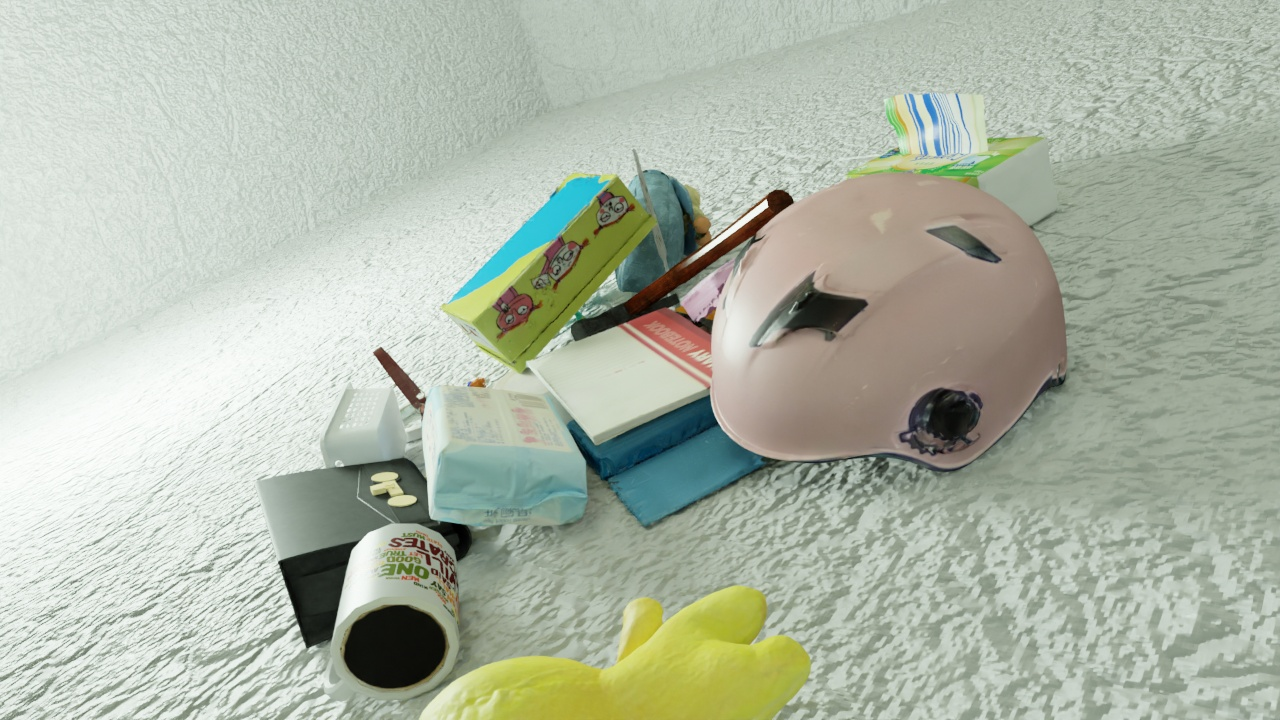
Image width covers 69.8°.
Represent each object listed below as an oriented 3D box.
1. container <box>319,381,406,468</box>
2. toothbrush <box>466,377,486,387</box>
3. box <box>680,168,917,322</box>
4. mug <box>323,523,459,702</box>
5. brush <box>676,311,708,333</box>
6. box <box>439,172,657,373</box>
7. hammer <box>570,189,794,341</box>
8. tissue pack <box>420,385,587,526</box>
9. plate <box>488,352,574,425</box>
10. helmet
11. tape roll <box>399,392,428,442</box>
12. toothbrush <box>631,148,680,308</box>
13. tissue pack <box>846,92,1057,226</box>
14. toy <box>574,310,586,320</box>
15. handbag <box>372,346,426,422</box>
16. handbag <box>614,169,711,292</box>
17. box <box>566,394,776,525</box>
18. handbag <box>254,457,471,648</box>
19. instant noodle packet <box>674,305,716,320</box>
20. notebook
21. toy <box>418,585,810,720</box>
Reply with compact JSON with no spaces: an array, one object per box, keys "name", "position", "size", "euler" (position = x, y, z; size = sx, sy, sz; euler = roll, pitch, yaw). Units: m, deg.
[{"name":"container","position":[-0.262,0.077,0.881],"size":[0.049,0.081,0.129],"euler":[-9,24,-2]},{"name":"toothbrush","position":[-0.173,0.055,0.873],"size":[0.018,0.016,0.182],"euler":[-35,15,14]},{"name":"box","position":[0.155,-0.120,0.850],"size":[0.229,0.035,0.160],"euler":[-34,-1,-28]},{"name":"mug","position":[-0.166,0.170,0.593],"size":[0.105,0.073,0.089],"euler":[-46,21,6]},{"name":"brush","position":[0.050,-0.025,0.926],"size":[0.039,0.012,0.151],"euler":[-23,22,-7]},{"name":"box","position":[-0.097,-0.100,0.977],"size":[0.220,0.081,0.124],"euler":[-47,29,-14]},{"name":"hammer","position":[0.045,-0.089,0.902],"size":[0.110,0.028,0.302],"euler":[-23,-5,-36]},{"name":"tissue pack","position":[-0.112,0.076,0.722],"size":[0.112,0.070,0.182],"euler":[6,16,-17]},{"name":"plate","position":[-0.093,0.025,0.916],"size":[0.189,0.027,0.188],"euler":[-18,22,7]},{"name":"helmet","position":[0.162,-0.039,0.639],"size":[0.255,0.153,0.230],"euler":[-21,36,-5]},{"name":"tape roll","position":[-0.233,0.059,0.983],"size":[0.093,0.013,0.093],"euler":[-17,22,7]},{"name":"toothbrush","position":[0.015,-0.143,1.006],"size":[0.010,0.181,0.010],"euler":[-24,18,-22]},{"name":"tissue pack","position":[0.308,-0.205,0.941],"size":[0.120,0.141,0.198],"euler":[-32,24,-26]},{"name":"toy","position":[-0.081,-0.085,1.114],"size":[0.131,0.072,0.192],"euler":[-50,6,30]},{"name":"handbag","position":[-0.214,0.035,0.875],"size":[0.029,0.119,0.055],"euler":[-36,23,-2]},{"name":"handbag","position":[0.029,-0.159,1.129],"size":[0.118,0.122,0.191],"euler":[3,25,3]},{"name":"box","position":[0.069,0.038,0.736],"size":[0.231,0.033,0.174],"euler":[-26,22,-13]},{"name":"handbag","position":[-0.197,0.126,0.752],"size":[0.195,0.072,0.176],"euler":[-18,19,-23]},{"name":"instant noodle packet","position":[0.165,-0.089,0.945],"size":[0.220,0.032,0.160],"euler":[-31,26,-24]},{"name":"notebook","position":[-0.005,0.005,0.802],"size":[0.153,0.012,0.209],"euler":[-23,23,-14]},{"name":"toy","position":[-0.023,0.172,0.421],"size":[0.207,0.092,0.134],"euler":[-22,25,-10]}]
